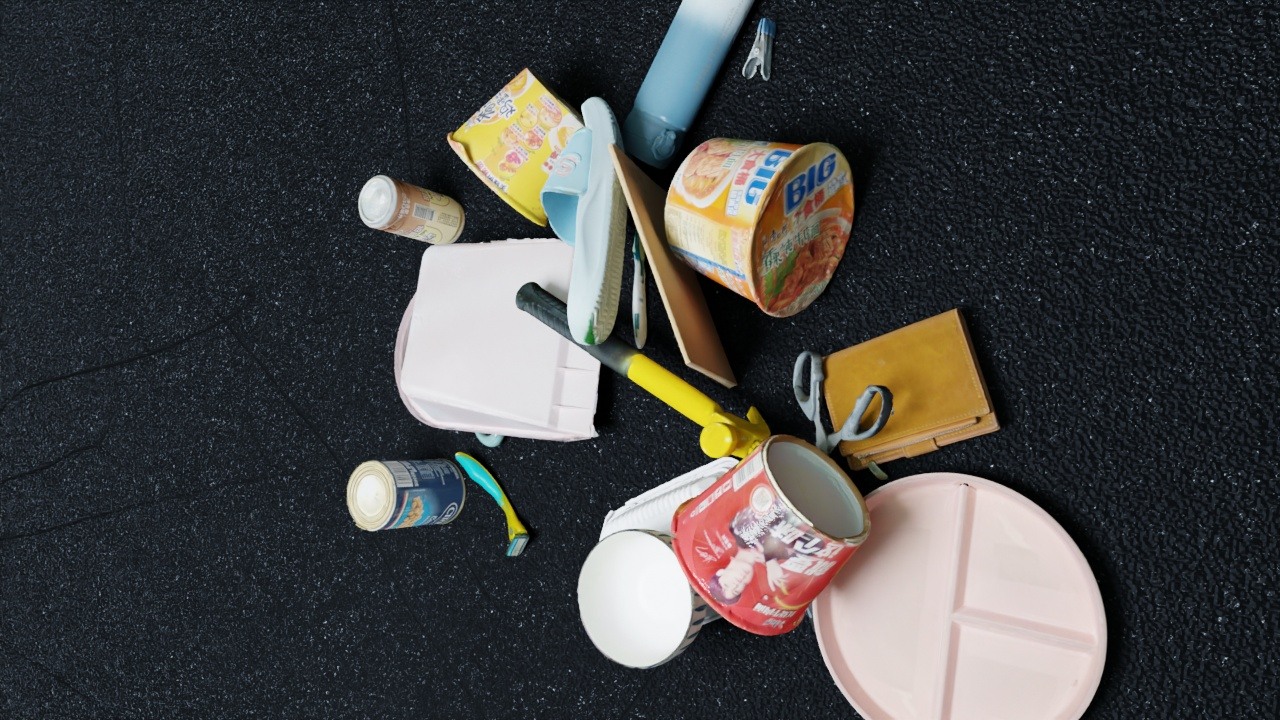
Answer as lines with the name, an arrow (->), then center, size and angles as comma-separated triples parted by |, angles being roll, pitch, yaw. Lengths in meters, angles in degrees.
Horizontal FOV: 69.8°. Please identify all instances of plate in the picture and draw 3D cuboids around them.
plate -> 0.253, 0.206, 0.747 | 0.230, 0.028, 0.229 | -3, 85, 31

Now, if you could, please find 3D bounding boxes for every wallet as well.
wallet -> 0.224, 0.033, 0.776 | 0.131, 0.035, 0.119 | -22, 75, 30

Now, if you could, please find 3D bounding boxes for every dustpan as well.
dustpan -> -0.155, -0.026, 1.010 | 0.273, 0.139, 0.222 | 8, 77, 6

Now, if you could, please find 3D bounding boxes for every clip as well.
clip -> 0.116, -0.298, 0.880 | 0.027, 0.024, 0.056 | 18, 101, 35

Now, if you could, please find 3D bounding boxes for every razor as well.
razor -> -0.163, 0.151, 1.005 | 0.132, 0.028, 0.043 | 51, 142, 22

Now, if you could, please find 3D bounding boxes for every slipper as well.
slipper -> -0.054, -0.129, 0.855 | 0.074, 0.104, 0.245 | 0, 66, 8

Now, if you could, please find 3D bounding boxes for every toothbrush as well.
toothbrush -> -0.004, -0.107, 0.939 | 0.018, 0.016, 0.191 | -6, 82, 41

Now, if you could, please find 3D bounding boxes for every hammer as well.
hammer -> -0.005, 0.005, 0.860 | 0.301, 0.128, 0.033 | 33, 102, 28

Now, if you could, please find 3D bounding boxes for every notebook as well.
notebook -> 0.031, -0.083, 0.837 | 0.012, 0.149, 0.211 | -23, 74, 16

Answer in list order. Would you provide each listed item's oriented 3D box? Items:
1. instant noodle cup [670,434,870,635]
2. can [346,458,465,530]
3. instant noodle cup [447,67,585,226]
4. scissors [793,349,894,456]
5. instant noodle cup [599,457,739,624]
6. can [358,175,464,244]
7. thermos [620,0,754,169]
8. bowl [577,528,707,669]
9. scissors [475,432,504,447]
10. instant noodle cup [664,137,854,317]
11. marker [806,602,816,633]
instant noodle cup -> 0.109, 0.135, 0.740 | 0.138, 0.137, 0.109 | 53, 123, 24
can -> -0.259, 0.147, 1.015 | 0.075, 0.111, 0.075 | -3, 84, 31
instant noodle cup -> -0.113, -0.226, 0.953 | 0.110, 0.138, 0.138 | -45, 65, 11
scissors -> 0.162, 0.074, 0.789 | 0.160, 0.014, 0.180 | -27, 67, 57
instant noodle cup -> 0.036, 0.180, 0.864 | 0.174, 0.060, 0.138 | -28, 72, 25
can -> -0.258, -0.168, 1.040 | 0.059, 0.116, 0.058 | -3, 85, 30
thermos -> 0.050, -0.295, 0.894 | 0.070, 0.070, 0.221 | 33, 103, 29
bowl -> 0.010, 0.205, 0.803 | 0.117, 0.066, 0.116 | -4, 82, 31
scissors -> -0.120, 0.018, 0.997 | 0.181, 0.019, 0.170 | 10, 88, 33
instant noodle cup -> 0.100, -0.126, 0.807 | 0.111, 0.151, 0.151 | 26, 99, 39
marker -> 0.138, 0.186, 0.823 | 0.124, 0.015, 0.018 | 69, 155, 13
